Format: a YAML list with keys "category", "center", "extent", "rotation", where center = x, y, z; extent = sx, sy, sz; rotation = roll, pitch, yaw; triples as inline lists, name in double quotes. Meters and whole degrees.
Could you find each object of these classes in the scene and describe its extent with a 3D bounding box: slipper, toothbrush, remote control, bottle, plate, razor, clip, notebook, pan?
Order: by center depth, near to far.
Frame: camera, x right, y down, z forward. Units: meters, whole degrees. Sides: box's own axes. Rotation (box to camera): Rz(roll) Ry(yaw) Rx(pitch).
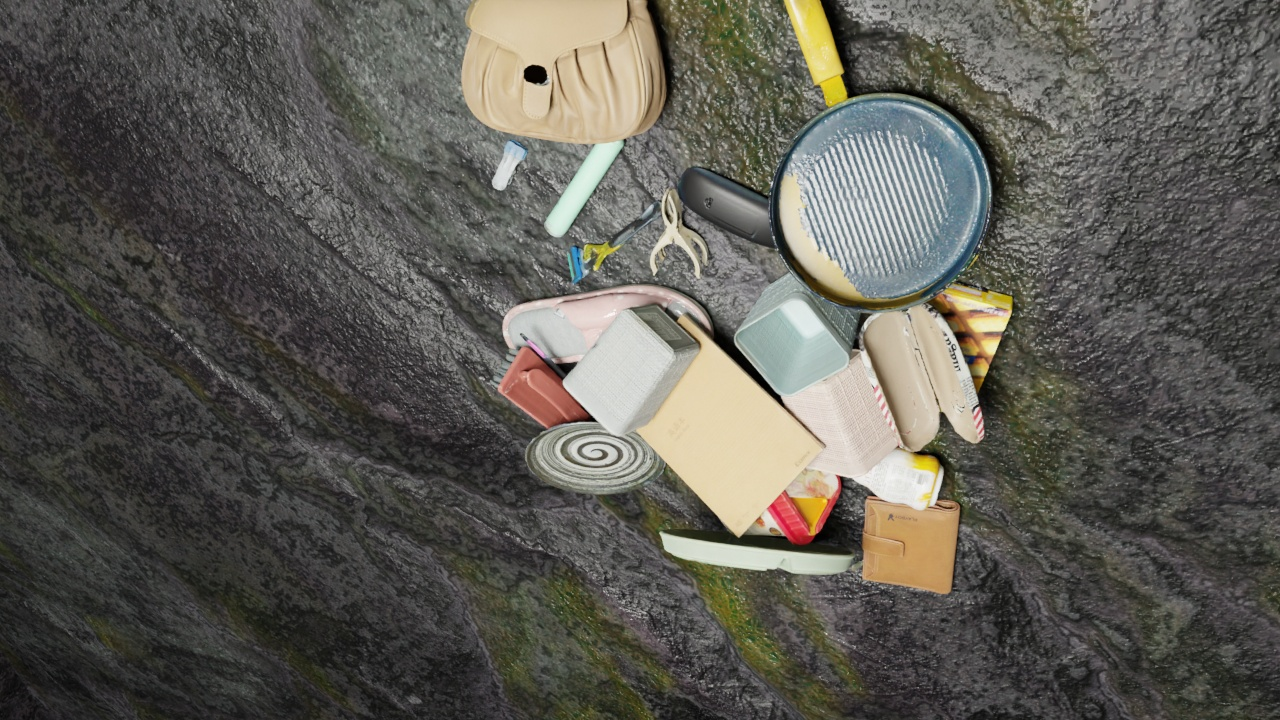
- category: "pan"
  center: [0.184, -0.212, 0.819]
  extent: [0.198, 0.078, 0.357]
  rotation: [-21, 99, 16]
- category: "remote control"
  center: [0.099, -0.154, 0.946]
  extent: [0.136, 0.024, 0.053]
  rotation: [27, 131, 6]
- category: "toothbrush"
  center: [-0.043, -0.213, 0.969]
  extent: [0.026, 0.027, 0.225]
  rotation: [35, 130, -6]
- category: "clip"
  center: [0.030, -0.129, 0.983]
  extent: [0.098, 0.035, 0.099]
  rotation: [-21, 119, 39]
- category: "notebook"
  center: [0.080, 0.073, 1.013]
  extent: [0.211, 0.012, 0.150]
  rotation: [45, 118, 16]
- category: "razor"
  center: [-0.025, -0.136, 1.019]
  extent: [0.143, 0.022, 0.042]
  rotation: [-31, 62, 33]
- category: "clip"
  center: [-0.148, -0.216, 1.019]
  extent: [0.024, 0.028, 0.057]
  rotation: [33, 120, -1]
- category: "bottle"
  center: [0.281, 0.126, 1.029]
  extent: [0.108, 0.063, 0.063]
  rotation: [15, 127, 14]
- category: "slipper"
  center: [-0.047, -0.029, 1.078]
  extent: [0.275, 0.054, 0.114]
  rotation: [0, 122, 25]
- category: "plate"
  center: [0.135, 0.225, 1.081]
  extent: [0.230, 0.230, 0.027]
  rotation: [2, 82, 23]
- category: "toothbrush"
  center: [-0.089, 0.026, 1.118]
  extent: [0.014, 0.017, 0.189]
  rotation: [20, 159, 50]
- category: "plate"
  center: [-0.056, 0.120, 1.172]
  extent: [0.179, 0.024, 0.180]
  rotation: [2, 143, 1]

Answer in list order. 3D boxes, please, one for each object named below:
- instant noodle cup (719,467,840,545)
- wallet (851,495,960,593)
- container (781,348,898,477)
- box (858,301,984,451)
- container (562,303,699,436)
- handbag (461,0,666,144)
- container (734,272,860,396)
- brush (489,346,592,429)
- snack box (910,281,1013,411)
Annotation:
- category: "instant noodle cup"
  center: [0.151, 0.150, 1.082]
  extent: [0.124, 0.116, 0.116]
  rotation: [-19, 113, 46]
- category: "wallet"
  center: [0.315, 0.217, 1.099]
  extent: [0.119, 0.035, 0.131]
  rotation: [3, 123, 16]
- category: "container"
  center: [0.212, 0.051, 0.981]
  extent: [0.090, 0.089, 0.111]
  rotation: [7, 127, 57]
- category: "box"
  center: [0.281, 0.020, 0.906]
  extent: [0.086, 0.075, 0.162]
  rotation: [12, 132, 59]
- category: "container"
  center: [-0.006, 0.006, 0.992]
  extent: [0.090, 0.090, 0.114]
  rotation: [44, 114, 14]
- category: "handbag"
  center: [-0.080, -0.286, 0.885]
  extent: [0.205, 0.099, 0.148]
  rotation: [12, 117, 22]
- category: "container"
  center: [0.165, -0.039, 0.939]
  extent: [0.090, 0.111, 0.090]
  rotation: [-33, 105, 36]
- category: "brush"
  center: [-0.114, 0.046, 1.130]
  extent: [0.069, 0.063, 0.146]
  rotation: [16, 159, 39]
- category: "snack box"
  center: [0.314, -0.013, 0.940]
  extent: [0.087, 0.033, 0.141]
  rotation: [18, 130, 13]
